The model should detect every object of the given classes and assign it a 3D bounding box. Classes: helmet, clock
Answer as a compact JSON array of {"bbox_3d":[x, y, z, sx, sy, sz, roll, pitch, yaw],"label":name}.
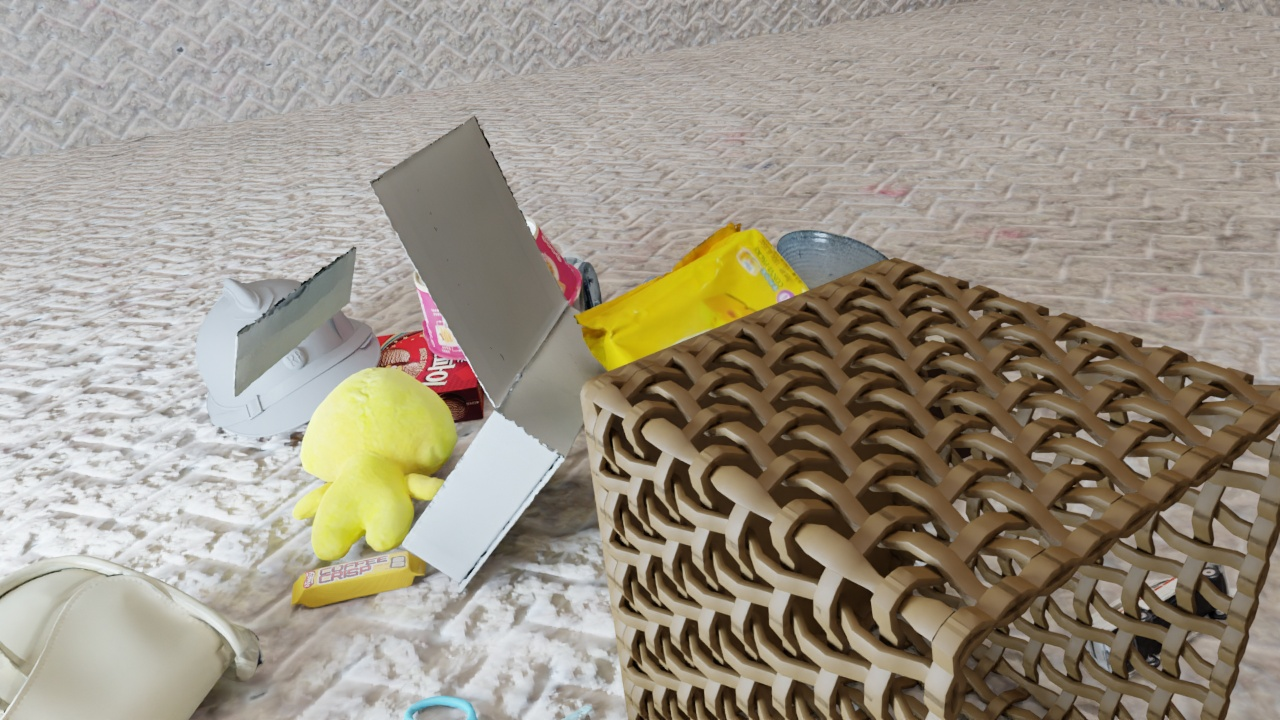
[{"bbox_3d":[-0.384,-0.029,0.940,0.183,0.118,0.271,-37,32,-23],"label":"helmet"},{"bbox_3d":[-0.074,-0.074,1.039,0.057,0.083,0.117,-7,28,12],"label":"clock"}]

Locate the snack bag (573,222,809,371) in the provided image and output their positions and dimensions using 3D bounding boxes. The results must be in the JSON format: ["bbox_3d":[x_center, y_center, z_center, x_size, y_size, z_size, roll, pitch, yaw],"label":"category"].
[{"bbox_3d":[0.082,0.026,0.672,0.159,0.247,0.068,-36,-4,-21],"label":"snack bag"}]

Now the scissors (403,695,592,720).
[{"bbox_3d":[-0.093,0.237,0.529,0.135,0.015,0.129,0,29,24],"label":"scissors"}]

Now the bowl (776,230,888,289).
[{"bbox_3d":[0.206,-0.083,1.000,0.137,0.137,0.057,13,73,32],"label":"bowl"}]

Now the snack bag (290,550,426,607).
[{"bbox_3d":[-0.210,0.162,0.686,0.099,0.020,0.026,-10,27,-8],"label":"snack bag"}]

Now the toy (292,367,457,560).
[{"bbox_3d":[-0.225,0.081,0.776,0.134,0.092,0.207,-6,47,-2],"label":"toy"}]

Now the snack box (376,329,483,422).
[{"bbox_3d":[-0.231,0.017,0.948,0.132,0.036,0.152,-9,28,-5],"label":"snack box"}]

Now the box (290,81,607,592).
[{"bbox_3d":[-0.122,-0.015,0.659,0.165,0.330,0.166,-10,25,19],"label":"box"}]

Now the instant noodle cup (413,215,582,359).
[{"bbox_3d":[-0.157,-0.085,0.954,0.179,0.078,0.178,-16,33,11],"label":"instant noodle cup"}]

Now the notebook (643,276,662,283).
[{"bbox_3d":[0.112,-0.052,0.900,0.167,0.024,0.225,17,11,20],"label":"notebook"}]

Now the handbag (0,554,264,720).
[{"bbox_3d":[-0.348,0.203,0.536,0.184,0.132,0.228,4,31,8],"label":"handbag"}]

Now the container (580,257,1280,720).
[{"bbox_3d":[0.129,0.118,0.448,0.219,0.252,0.214,-22,32,-27],"label":"container"}]

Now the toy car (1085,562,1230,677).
[{"bbox_3d":[0.318,0.157,0.568,0.113,0.039,0.039,-19,9,-24],"label":"toy car"}]

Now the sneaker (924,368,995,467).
[{"bbox_3d":[0.139,0.035,0.787,0.294,0.112,0.116,-5,6,6],"label":"sneaker"}]
